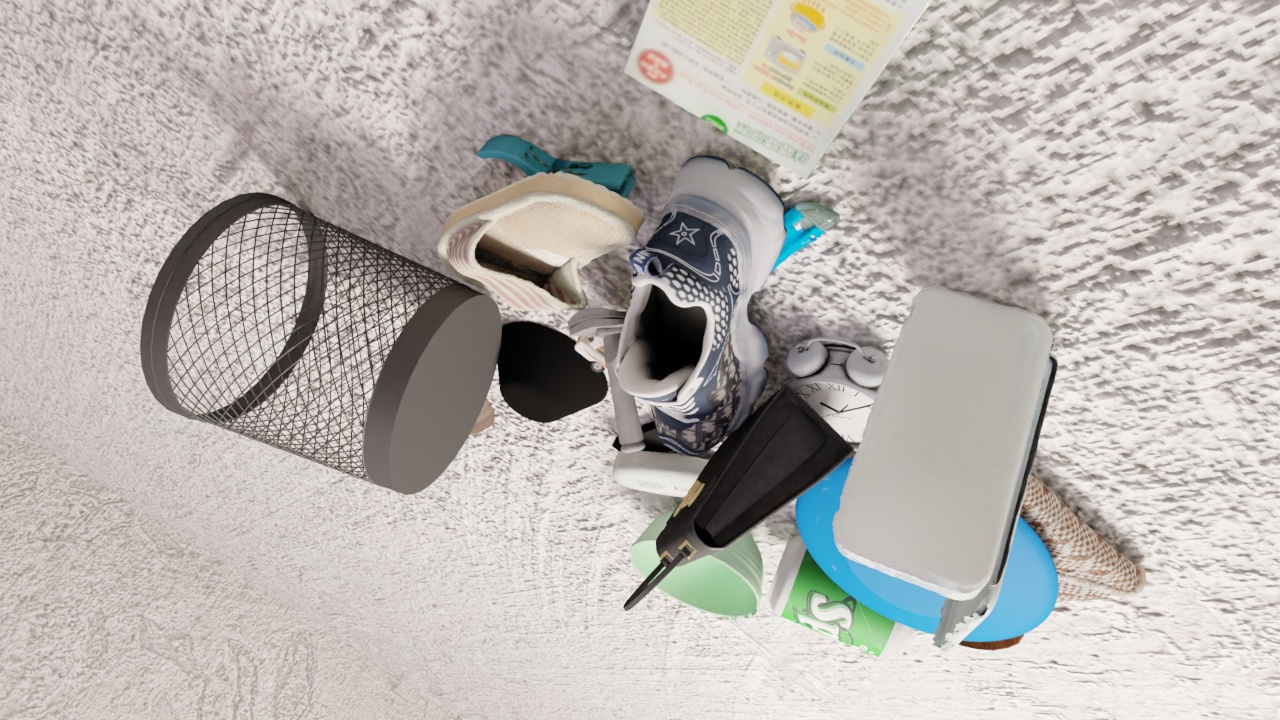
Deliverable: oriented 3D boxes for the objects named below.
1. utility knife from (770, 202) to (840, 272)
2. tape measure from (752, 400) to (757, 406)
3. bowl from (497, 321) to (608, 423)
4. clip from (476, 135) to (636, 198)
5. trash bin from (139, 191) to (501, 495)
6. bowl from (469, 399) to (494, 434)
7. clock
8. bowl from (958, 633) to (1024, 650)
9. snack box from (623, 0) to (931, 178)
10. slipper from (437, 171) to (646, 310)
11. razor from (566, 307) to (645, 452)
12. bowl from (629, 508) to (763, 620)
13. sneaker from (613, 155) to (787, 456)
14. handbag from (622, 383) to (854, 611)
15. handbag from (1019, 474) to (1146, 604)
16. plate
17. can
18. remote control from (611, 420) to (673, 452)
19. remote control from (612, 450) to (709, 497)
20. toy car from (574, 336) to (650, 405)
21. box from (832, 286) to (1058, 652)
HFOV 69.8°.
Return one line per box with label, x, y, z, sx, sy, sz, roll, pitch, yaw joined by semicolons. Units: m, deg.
utility knife;0.074;-0.060;0.688;0.031;0.015;0.221;39;148;-6
tape measure;0.075;0.016;0.773;0.068;0.030;0.059;-6;134;46
bowl;-0.099;0.024;0.892;0.124;0.052;0.124;20;146;14
clip;-0.073;-0.138;0.681;0.120;0.033;0.123;41;146;-12
trash bin;-0.270;-0.010;0.823;0.227;0.217;0.218;21;147;11
bowl;-0.226;0.052;1.045;0.119;0.032;0.119;20;146;14
clock;0.158;0.025;0.718;0.095;0.035;0.123;9;144;27
bowl;0.293;0.221;0.837;0.114;0.026;0.102;35;144;-5
snack box;0.073;-0.189;0.498;0.132;0.027;0.168;30;148;-1
slipper;-0.084;-0.077;0.692;0.115;0.052;0.263;23;164;-24
razor;-0.016;0.016;0.740;0.047;0.116;0.088;-12;177;18
bowl;0.070;0.209;0.996;0.151;0.076;0.151;20;146;14
sneaker;0.025;-0.005;0.660;0.103;0.132;0.270;27;142;20
handbag;0.056;0.131;0.747;0.072;0.195;0.176;45;162;6
handbag;0.310;0.148;0.764;0.186;0.046;0.124;39;147;-15
plate;0.233;0.172;0.782;0.224;0.024;0.225;23;140;20
can;0.204;0.236;0.924;0.140;0.087;0.088;20;146;12
remote control;0.025;0.072;0.902;0.034;0.013;0.150;36;147;-19
remote control;0.029;0.115;0.926;0.114;0.028;0.060;5;152;15
toy car;-0.005;0.005;0.815;0.113;0.039;0.039;36;125;-13
box;0.191;0.066;0.592;0.105;0.209;0.129;21;145;16
